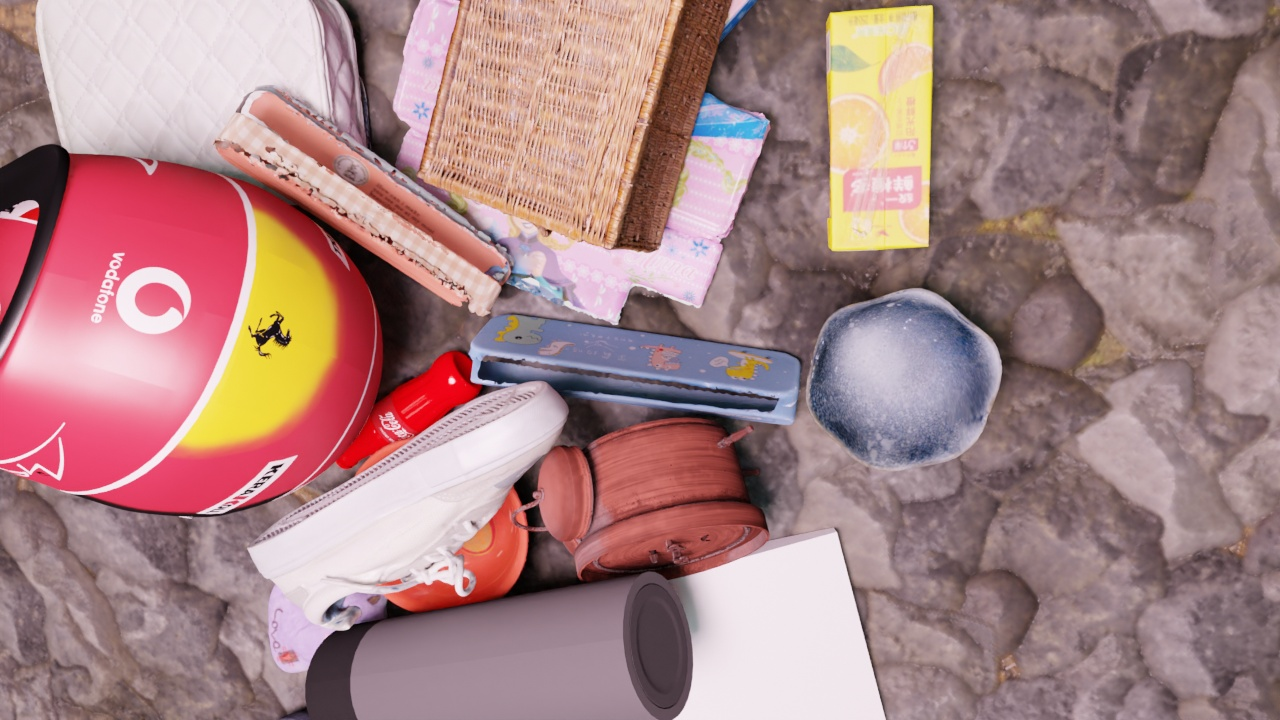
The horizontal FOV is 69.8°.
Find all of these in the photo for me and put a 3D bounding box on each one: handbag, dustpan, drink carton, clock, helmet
[{"bbox_3d":[-0.273,-0.168,0.589,0.195,0.072,0.139,3,111,9],"label":"handbag"},{"bbox_3d":[0.031,0.235,0.647,0.258,0.053,0.191,-16,99,2],"label":"dustpan"},{"bbox_3d":[0.139,-0.132,0.536,0.058,0.043,0.135,-1,102,9],"label":"drink carton"},{"bbox_3d":[-0.001,0.090,0.566,0.158,0.120,0.072,-14,65,4],"label":"clock"},{"bbox_3d":[-0.278,-0.009,0.548,0.272,0.224,0.197,0,72,40],"label":"helmet"}]

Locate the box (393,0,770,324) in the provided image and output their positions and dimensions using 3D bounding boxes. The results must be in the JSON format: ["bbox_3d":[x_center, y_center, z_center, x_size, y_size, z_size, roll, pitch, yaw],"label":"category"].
[{"bbox_3d":[-0.052,-0.116,0.579,0.230,0.035,0.159,22,104,6],"label":"box"}]

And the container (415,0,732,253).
[{"bbox_3d":[-0.026,-0.162,0.487,0.113,0.113,0.199,20,102,10],"label":"container"}]

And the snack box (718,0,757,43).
[{"bbox_3d":[0.001,-0.252,0.540,0.154,0.033,0.088,44,105,-1],"label":"snack box"}]

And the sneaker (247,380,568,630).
[{"bbox_3d":[-0.130,0.097,0.567,0.243,0.089,0.091,-30,100,21],"label":"sneaker"}]

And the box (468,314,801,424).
[{"bbox_3d":[-0.003,0.000,0.580,0.210,0.068,0.059,6,87,9],"label":"box"}]

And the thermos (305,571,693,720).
[{"bbox_3d":[-0.093,0.192,0.573,0.241,0.082,0.082,-17,99,26],"label":"thermos"}]

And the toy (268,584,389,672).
[{"bbox_3d":[-0.229,0.191,0.674,0.100,0.036,0.080,-8,83,12],"label":"toy"}]

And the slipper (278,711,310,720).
[{"bbox_3d":[-0.175,0.363,0.688,0.268,0.083,0.111,39,115,18],"label":"slipper"}]

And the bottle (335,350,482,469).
[{"bbox_3d":[-0.163,0.038,0.630,0.119,0.036,0.036,-34,94,15],"label":"bottle"}]

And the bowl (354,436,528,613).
[{"bbox_3d":[-0.135,0.109,0.635,0.130,0.045,0.130,2,102,10],"label":"bowl"}]

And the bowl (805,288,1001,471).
[{"bbox_3d":[0.155,0.009,0.557,0.110,0.055,0.110,2,102,9],"label":"bowl"}]

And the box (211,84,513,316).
[{"bbox_3d":[-0.160,-0.095,0.560,0.188,0.056,0.063,36,65,-26],"label":"box"}]
